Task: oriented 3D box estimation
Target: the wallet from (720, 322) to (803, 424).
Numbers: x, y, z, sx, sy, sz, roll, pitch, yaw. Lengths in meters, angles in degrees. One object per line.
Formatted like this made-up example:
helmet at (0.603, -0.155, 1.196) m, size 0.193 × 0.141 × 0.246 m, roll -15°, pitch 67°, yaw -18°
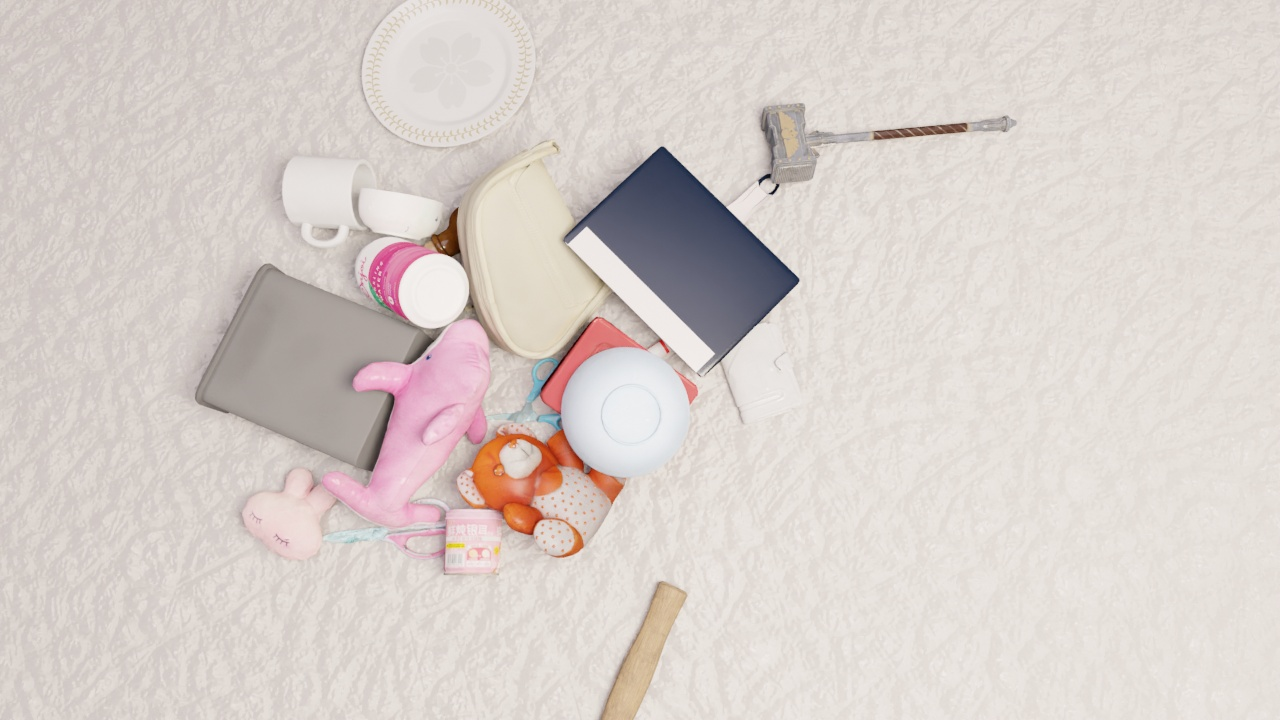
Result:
wallet at (0.147, 0.015, 1.128) m, size 0.086 × 0.032 × 0.116 m, roll -23°, pitch 76°, yaw 1°

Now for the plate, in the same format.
plate at (-0.263, -0.403, 1.265) m, size 0.242 × 0.016 × 0.242 m, roll -1°, pitch 77°, yaw 4°

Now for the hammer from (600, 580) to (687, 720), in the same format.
hammer at (-0.028, 0.400, 1.054) m, size 0.132 × 0.040 × 0.305 m, roll 24°, pitch 80°, yaw 6°

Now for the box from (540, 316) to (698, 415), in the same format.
box at (-0.026, 0.036, 1.102) m, size 0.158 × 0.087 × 0.129 m, roll 36°, pitch 85°, yaw -4°

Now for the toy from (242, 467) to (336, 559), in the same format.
toy at (-0.427, 0.185, 1.129) m, size 0.108 × 0.053 × 0.105 m, roll 28°, pitch 66°, yaw 12°

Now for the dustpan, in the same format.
dustpan at (0.082, -0.149, 1.138) m, size 0.273 × 0.080 × 0.236 m, roll -44°, pitch 86°, yaw -9°

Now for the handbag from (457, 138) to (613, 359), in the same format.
handbag at (-0.142, -0.132, 1.136) m, size 0.183 × 0.132 × 0.229 m, roll -32°, pitch 111°, yaw -19°

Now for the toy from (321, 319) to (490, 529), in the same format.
toy at (-0.243, 0.075, 1.059) m, size 0.186 × 0.128 × 0.265 m, roll 30°, pitch 84°, yaw -34°

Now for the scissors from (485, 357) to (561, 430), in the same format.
scissors at (-0.130, 0.051, 1.153) m, size 0.136 × 0.015 × 0.125 m, roll -3°, pitch 78°, yaw 2°

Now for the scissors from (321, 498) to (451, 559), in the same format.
scissors at (-0.314, 0.211, 1.132) m, size 0.174 × 0.017 × 0.076 m, roll -6°, pitch 80°, yaw 7°

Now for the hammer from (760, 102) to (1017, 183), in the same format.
hammer at (0.322, -0.290, 1.177) m, size 0.322 × 0.044 × 0.098 m, roll -5°, pitch 65°, yaw -1°

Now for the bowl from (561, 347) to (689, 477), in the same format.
bowl at (-0.013, 0.060, 1.022) m, size 0.150 × 0.075 × 0.150 m, roll 0°, pitch 90°, yaw -7°

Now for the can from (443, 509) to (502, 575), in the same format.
can at (-0.199, 0.217, 1.091) m, size 0.067 × 0.067 × 0.076 m, roll -1°, pitch 77°, yaw 4°

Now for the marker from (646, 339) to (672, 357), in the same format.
marker at (-0.006, 0.006, 1.148) m, size 0.145 × 0.019 × 0.019 m, roll -33°, pitch 77°, yaw -3°

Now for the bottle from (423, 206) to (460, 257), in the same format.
bottle at (-0.204, -0.175, 1.181) m, size 0.157 × 0.068 × 0.068 m, roll -30°, pitch 77°, yaw -3°

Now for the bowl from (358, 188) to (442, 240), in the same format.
bowl at (-0.308, -0.185, 1.176) m, size 0.105 × 0.105 × 0.054 m, roll 8°, pitch 94°, yaw 6°

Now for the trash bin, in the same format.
trash bin at (-0.398, 0.011, 1.141) m, size 0.220 × 0.097 × 0.191 m, roll 22°, pitch 80°, yaw 8°

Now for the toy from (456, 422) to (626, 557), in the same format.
toy at (-0.118, 0.144, 1.083) m, size 0.172 × 0.093 × 0.163 m, roll 29°, pitch 49°, yaw 10°

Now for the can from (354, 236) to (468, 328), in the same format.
can at (-0.283, -0.098, 1.122) m, size 0.166 × 0.088 × 0.088 m, roll 23°, pitch 77°, yaw 49°

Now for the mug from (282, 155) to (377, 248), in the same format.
mug at (-0.404, -0.203, 1.192) m, size 0.090 × 0.091 × 0.121 m, roll 4°, pitch 76°, yaw 5°
